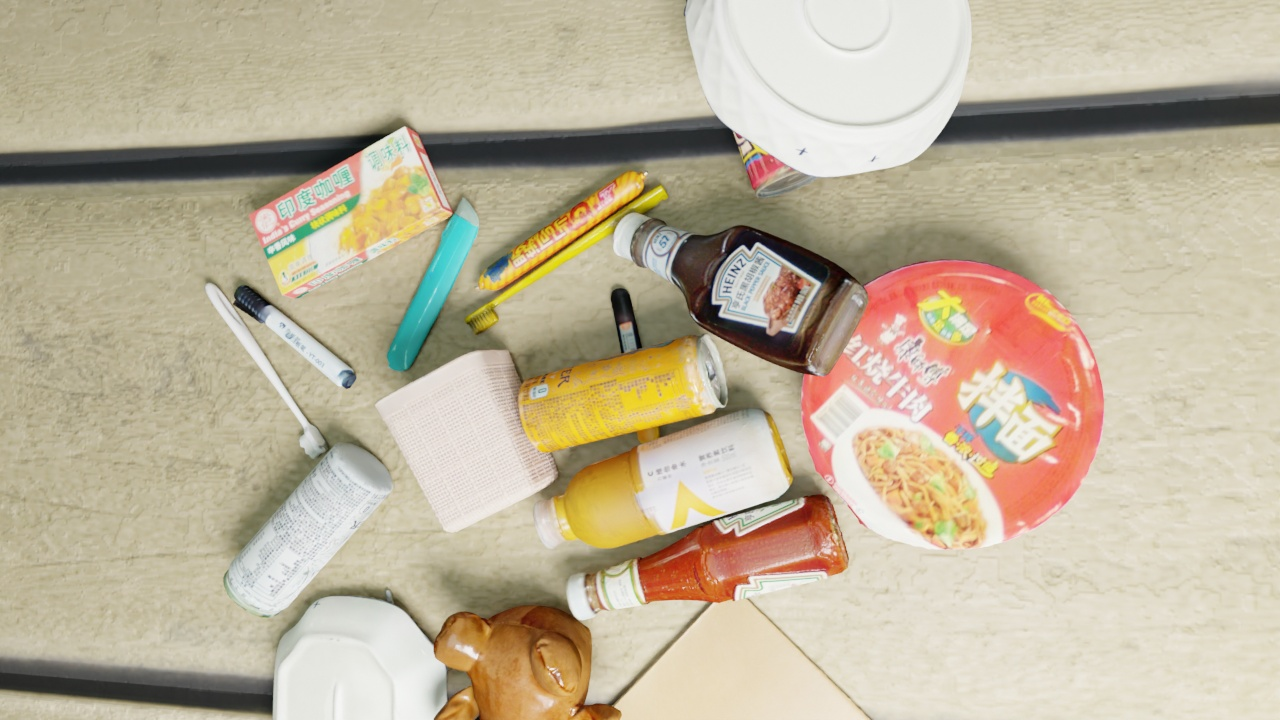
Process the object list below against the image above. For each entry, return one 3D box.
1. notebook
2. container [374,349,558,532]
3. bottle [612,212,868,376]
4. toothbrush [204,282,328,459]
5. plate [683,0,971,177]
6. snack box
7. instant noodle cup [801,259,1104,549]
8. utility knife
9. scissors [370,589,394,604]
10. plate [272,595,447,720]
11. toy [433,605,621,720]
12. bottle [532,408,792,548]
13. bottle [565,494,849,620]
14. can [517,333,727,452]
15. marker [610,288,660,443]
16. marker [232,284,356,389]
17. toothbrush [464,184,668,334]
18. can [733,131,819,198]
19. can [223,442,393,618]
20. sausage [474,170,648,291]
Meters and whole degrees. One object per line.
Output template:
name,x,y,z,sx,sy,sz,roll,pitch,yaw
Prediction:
notebook,0.094,0.293,0.679,0.211,0.012,0.149,44,96,10
container,-0.125,0.061,0.694,0.090,0.090,0.111,-27,87,9
bottle,0.060,-0.058,0.646,0.195,0.044,0.080,29,92,35
toothbrush,-0.318,0.007,0.772,0.016,0.016,0.180,-39,82,14
plate,0.136,-0.231,0.633,0.205,0.046,0.204,1,82,-9
snack box,-0.238,-0.119,0.752,0.156,0.027,0.077,-26,82,10
instant noodle cup,0.208,0.030,0.635,0.194,0.066,0.194,0,88,11
utility knife,-0.167,-0.059,0.744,0.029,0.012,0.151,30,97,14
scissors,-0.197,0.275,0.741,0.173,0.012,0.125,45,98,11
plate,-0.232,0.322,0.724,0.162,0.034,0.265,2,89,19
toy,-0.085,0.284,0.665,0.140,0.130,0.199,4,99,28
bottle,0.014,0.093,0.672,0.190,0.068,0.068,-20,84,11
bottle,0.045,0.149,0.670,0.206,0.059,0.059,-17,85,12
can,-0.014,0.025,0.669,0.146,0.058,0.058,-15,85,17
marker,-0.004,0.004,0.707,0.018,0.015,0.123,-14,83,12
marker,-0.289,-0.019,0.765,0.131,0.018,0.023,38,104,11
toothbrush,-0.058,-0.078,0.719,0.190,0.015,0.016,-33,87,9
can,0.088,-0.190,0.672,0.053,0.053,0.132,-19,85,11
can,-0.266,0.135,0.735,0.058,0.058,0.147,44,97,10
sausage,-0.062,-0.100,0.717,0.165,0.021,0.021,-33,82,9
